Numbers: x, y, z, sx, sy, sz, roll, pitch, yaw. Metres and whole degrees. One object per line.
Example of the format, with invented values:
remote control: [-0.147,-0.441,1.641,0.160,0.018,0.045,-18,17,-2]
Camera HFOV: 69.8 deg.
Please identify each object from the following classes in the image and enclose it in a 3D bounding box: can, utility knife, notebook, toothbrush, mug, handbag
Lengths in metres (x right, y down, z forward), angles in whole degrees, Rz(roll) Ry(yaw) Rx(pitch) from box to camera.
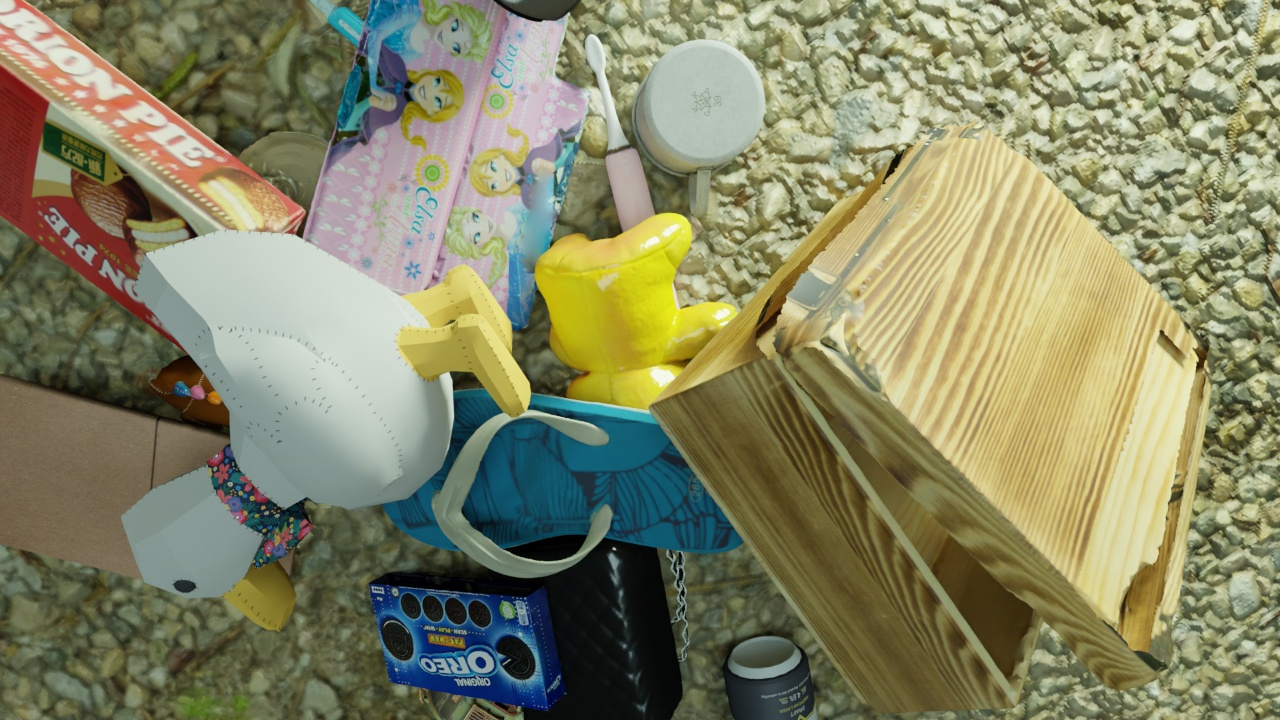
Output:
can: [0.104,0.280,0.699,0.064,0.064,0.127,-11,100,-3]
utility knife: [-0.193,-0.222,0.623,0.169,0.015,0.022,37,124,-7]
notebook: [-0.344,0.097,0.642,0.209,0.008,0.142,16,116,-7]
can: [-0.229,-0.110,0.622,0.086,0.043,0.086,-1,99,-5]
toothbrush: [-0.006,-0.116,0.647,0.027,0.026,0.222,-14,100,5]
mug: [0.040,-0.155,0.622,0.084,0.070,0.113,-5,98,-4]
handbag: [-0.036,0.189,0.677,0.125,0.114,0.154,-7,104,20]

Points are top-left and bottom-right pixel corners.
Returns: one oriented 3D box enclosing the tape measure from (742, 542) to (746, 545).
tape measure: [0.091,0.110,0.689,0.059,0.030,0.068,-16,99,-4]

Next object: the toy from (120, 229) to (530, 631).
toy: [-0.203,0.035,0.545,0.267,0.140,0.247,-26,122,-1]

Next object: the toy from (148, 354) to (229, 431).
toy: [-0.275,0.029,0.613,0.090,0.103,0.070,27,91,-2]

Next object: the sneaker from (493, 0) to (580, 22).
sneaker: [-0.083,-0.343,0.535,0.161,0.092,0.256,-35,91,28]

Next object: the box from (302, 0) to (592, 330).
box: [-0.118,-0.145,0.610,0.159,0.035,0.230,16,90,-20]

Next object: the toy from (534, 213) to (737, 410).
toy: [-0.004,0.004,0.618,0.135,0.087,0.194,-2,109,22]

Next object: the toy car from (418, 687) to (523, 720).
toy car: [-0.116,0.270,0.689,0.112,0.047,0.047,34,94,-7]

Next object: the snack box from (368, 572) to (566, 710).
snack box: [-0.125,0.195,0.648,0.150,0.027,0.082,-5,99,32]

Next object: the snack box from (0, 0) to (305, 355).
snack box: [-0.336,-0.114,0.572,0.236,0.060,0.113,37,127,-4]

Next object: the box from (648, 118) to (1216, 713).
box: [0.183,0.011,0.542,0.247,0.177,0.278,53,48,-9]

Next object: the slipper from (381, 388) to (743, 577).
slipper: [-0.069,0.078,0.591,0.295,0.060,0.118,-1,96,28]
